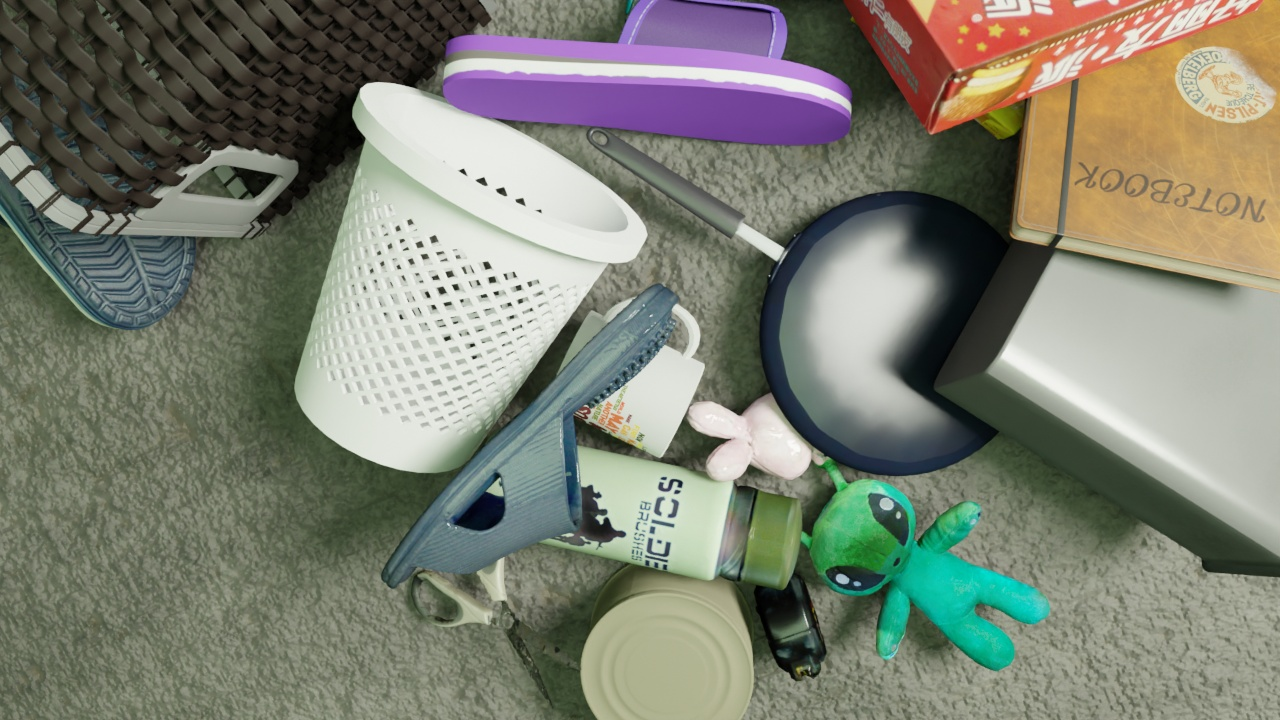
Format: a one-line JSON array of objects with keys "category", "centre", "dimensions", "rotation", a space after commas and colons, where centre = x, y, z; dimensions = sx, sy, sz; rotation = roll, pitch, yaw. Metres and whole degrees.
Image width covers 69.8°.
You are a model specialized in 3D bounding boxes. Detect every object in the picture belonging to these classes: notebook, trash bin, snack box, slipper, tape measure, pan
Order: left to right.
[{"category": "slipper", "centre": [-0.427, -0.137, 0.665], "dimensions": [0.095, 0.104, 0.253], "rotation": [-12, 118, 48]}, {"category": "trash bin", "centre": [-0.129, -0.045, 0.611], "dimensions": [0.195, 0.195, 0.200], "rotation": [31, 110, 0]}, {"category": "slipper", "centre": [-0.056, 0.067, 0.580], "dimensions": [0.082, 0.101, 0.264], "rotation": [45, 97, -1]}, {"category": "slipper", "centre": [0.009, -0.203, 0.596], "dimensions": [0.266, 0.107, 0.084], "rotation": [4, 87, -2]}, {"category": "tape measure", "centre": [0.110, 0.194, 0.676], "dimensions": [0.042, 0.071, 0.072], "rotation": [-17, 91, 11]}, {"category": "pan", "centre": [0.115, -0.060, 0.630], "dimensions": [0.356, 0.021, 0.198], "rotation": [32, 88, -4]}, {"category": "snack box", "centre": [0.254, -0.232, 0.547], "dimensions": [0.236, 0.060, 0.113], "rotation": [-21, 70, -7]}, {"category": "notebook", "centre": [0.314, -0.167, 0.561], "dimensions": [0.178, 0.014, 0.248], "rotation": [13, 67, 7]}, {"category": "trash bin", "centre": [0.336, -0.003, 0.583], "dimensions": [0.220, 0.098, 0.191], "rotation": [32, 79, 1]}]

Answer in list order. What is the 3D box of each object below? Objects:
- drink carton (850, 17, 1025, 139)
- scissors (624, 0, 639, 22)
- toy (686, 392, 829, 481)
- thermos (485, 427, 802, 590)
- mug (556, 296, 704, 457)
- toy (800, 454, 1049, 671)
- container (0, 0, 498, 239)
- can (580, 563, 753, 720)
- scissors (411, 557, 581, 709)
[{"category": "drink carton", "centre": [0.213, -0.213, 0.613], "dimensions": [0.134, 0.043, 0.058], "rotation": [39, 99, -2]}, {"category": "scissors", "centre": [0.033, -0.292, 0.629], "dimensions": [0.124, 0.019, 0.157], "rotation": [45, 101, -3]}, {"category": "toy", "centre": [0.087, 0.055, 0.658], "dimensions": [0.110, 0.047, 0.063], "rotation": [0, 66, -24]}, {"category": "thermos", "centre": [-0.001, 0.111, 0.662], "dimensions": [0.231, 0.082, 0.082], "rotation": [11, 100, 7]}, {"category": "mug", "centre": [-0.004, 0.004, 0.653], "dimensions": [0.089, 0.073, 0.105], "rotation": [26, 101, 1]}, {"category": "toy", "centre": [0.192, 0.146, 0.664], "dimensions": [0.193, 0.072, 0.131], "rotation": [32, 99, 9]}, {"category": "container", "centre": [-0.264, -0.247, 0.553], "dimensions": [0.244, 0.247, 0.245], "rotation": [-37, 94, 6]}, {"category": "can", "centre": [0.021, 0.217, 0.685], "dimensions": [0.128, 0.073, 0.128], "rotation": [1, 99, 5]}, {"category": "scissors", "centre": [-0.112, 0.180, 0.693], "dimensions": [0.158, 0.012, 0.162], "rotation": [-6, 81, 29]}]
